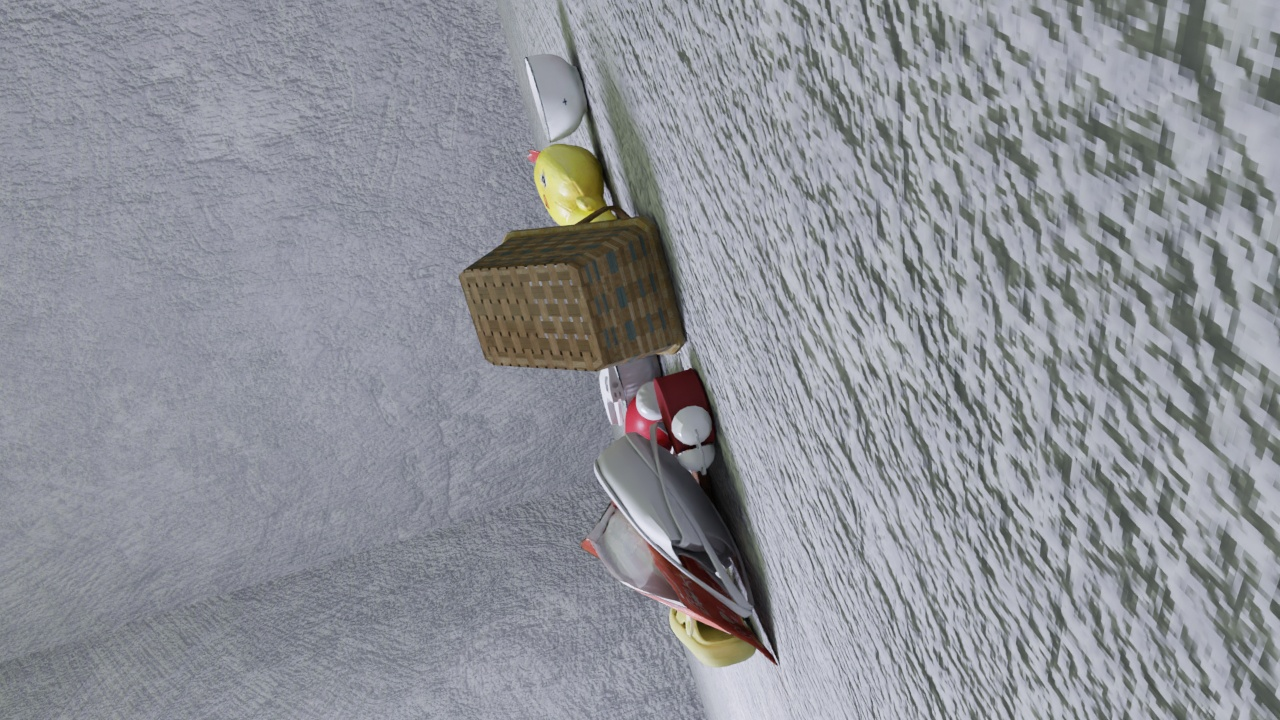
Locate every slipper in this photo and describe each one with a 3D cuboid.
[{"bbox_3d":[0.086,0.317,1.156,0.190,0.091,0.081,-144,40,-76],"label":"slipper"}]

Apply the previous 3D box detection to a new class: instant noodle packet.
[{"bbox_3d":[0.051,0.254,1.035,0.164,0.084,0.221,40,173,-31],"label":"instant noodle packet"}]

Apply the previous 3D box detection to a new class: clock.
[{"bbox_3d":[0.048,0.060,0.952,0.087,0.044,0.124,79,173,-48],"label":"clock"}]

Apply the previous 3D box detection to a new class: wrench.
[{"bbox_3d":[-0.054,-0.045,1.218,0.087,0.018,0.273,-147,45,-75],"label":"wrench"}]

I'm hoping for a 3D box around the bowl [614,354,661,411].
[{"bbox_3d":[-0.008,0.008,1.294,0.118,0.062,0.118,162,91,-85],"label":"bowl"}]

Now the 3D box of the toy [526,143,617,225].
[{"bbox_3d":[-0.079,-0.217,1.241,0.207,0.092,0.134,60,172,21],"label":"toy"}]

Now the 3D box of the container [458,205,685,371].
[{"bbox_3d":[-0.057,-0.079,1.020,0.250,0.185,0.157,3,114,45],"label":"container"}]

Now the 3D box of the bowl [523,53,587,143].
[{"bbox_3d":[-0.108,-0.350,1.210,0.113,0.063,0.113,162,91,-85],"label":"bowl"}]

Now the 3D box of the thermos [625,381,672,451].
[{"bbox_3d":[0.016,0.076,1.195,0.240,0.073,0.073,92,161,-74],"label":"thermos"}]

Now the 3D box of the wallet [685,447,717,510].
[{"bbox_3d":[0.072,0.136,1.121,0.087,0.013,0.121,-147,40,-83],"label":"wallet"}]

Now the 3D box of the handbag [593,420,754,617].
[{"bbox_3d":[0.060,0.182,1.000,0.222,0.095,0.215,51,-174,26],"label":"handbag"}]
